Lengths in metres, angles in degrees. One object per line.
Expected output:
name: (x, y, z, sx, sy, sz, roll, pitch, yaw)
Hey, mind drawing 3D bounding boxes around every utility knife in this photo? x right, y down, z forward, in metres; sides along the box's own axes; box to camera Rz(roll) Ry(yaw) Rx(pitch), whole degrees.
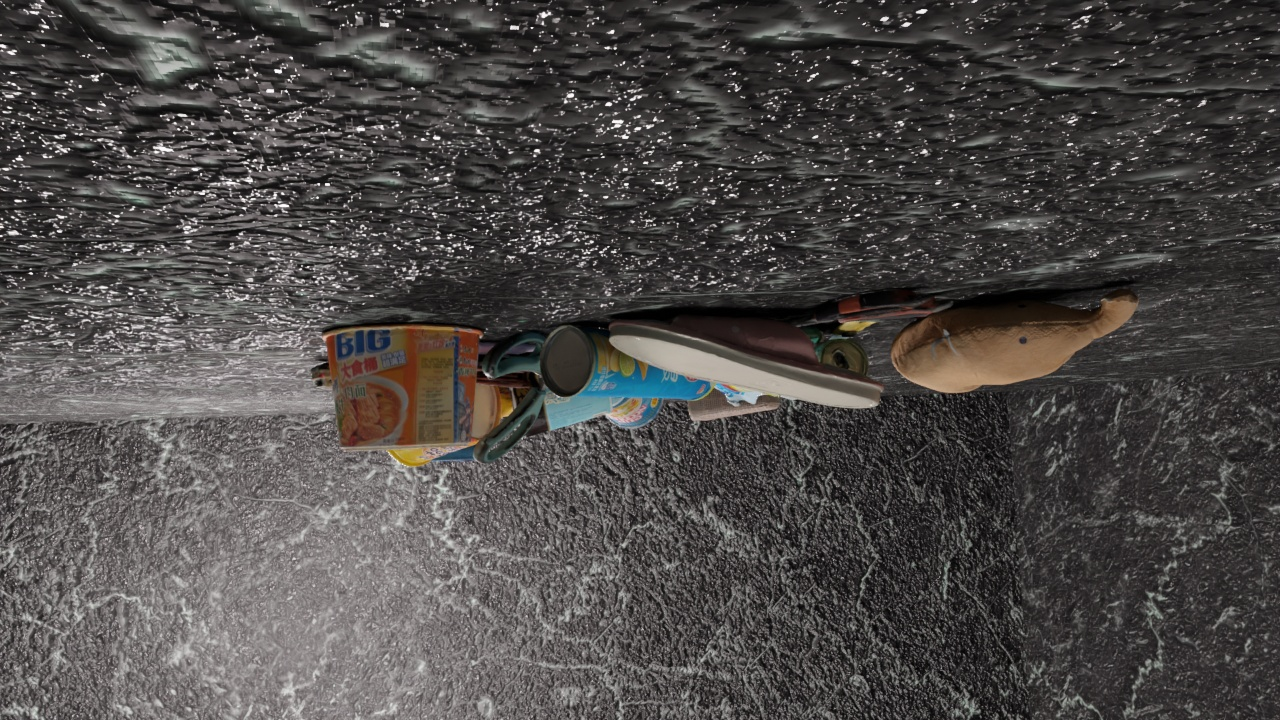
utility knife: (0.219, -0.034, 0.958, 0.031, 0.022, 0.219, 3, 180, 4)

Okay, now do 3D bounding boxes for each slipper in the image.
slipper: (0.103, -0.007, 0.854, 0.274, 0.054, 0.114, 14, 167, -15)

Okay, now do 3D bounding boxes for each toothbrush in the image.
toothbrush: (-0.150, -0.011, 0.997, 0.189, 0.021, 0.029, 1, -142, -21)

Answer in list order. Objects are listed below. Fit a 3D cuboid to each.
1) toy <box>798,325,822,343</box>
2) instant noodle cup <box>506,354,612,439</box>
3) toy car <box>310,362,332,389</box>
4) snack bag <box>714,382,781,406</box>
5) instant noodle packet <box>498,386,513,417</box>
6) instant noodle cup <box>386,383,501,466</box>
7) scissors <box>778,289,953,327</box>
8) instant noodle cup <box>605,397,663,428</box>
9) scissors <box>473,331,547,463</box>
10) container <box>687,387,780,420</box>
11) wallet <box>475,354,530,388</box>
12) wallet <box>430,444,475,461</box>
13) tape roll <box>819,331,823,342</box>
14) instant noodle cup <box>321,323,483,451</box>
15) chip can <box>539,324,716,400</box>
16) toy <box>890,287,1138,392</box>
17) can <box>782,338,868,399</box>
toy: (0.140, -0.020, 0.949, 0.092, 0.030, 0.096, -6, -177, 16)
instant noodle cup: (-0.099, 0.035, 1.146, 0.120, 0.111, 0.111, -11, 176, -3)
toy car: (-0.362, 0.018, 1.146, 0.090, 0.035, 0.042, -2, 177, -38)
snack bag: (0.106, 0.014, 1.083, 0.110, 0.038, 0.191, 29, 168, -8)
instant noodle packet: (-0.144, 0.040, 1.260, 0.129, 0.044, 0.110, -4, -146, 28)
instant noodle cup: (-0.247, 0.057, 1.140, 0.110, 0.138, 0.138, -13, 171, 25)
scissors: (0.181, -0.039, 0.829, 0.193, 0.015, 0.206, -3, 175, 6)
instant noodle cup: (-0.030, 0.038, 1.255, 0.099, 0.099, 0.110, -4, 168, 20)
scissors: (-0.125, 0.026, 0.942, 0.019, 0.170, 0.180, 37, 168, 25)
container: (0.128, 0.033, 1.266, 0.111, 0.090, 0.089, -8, 174, 20)
wallet: (-0.174, 0.009, 1.030, 0.101, 0.032, 0.124, 6, -176, -8)
wallet: (-0.267, 0.074, 1.274, 0.106, 0.133, 0.040, -2, 176, 1)
tape roll: (0.163, -0.023, 1.033, 0.086, 0.014, 0.086, -2, 176, 0)
instant noodle cup: (-0.224, 0.029, 0.874, 0.151, 0.111, 0.151, -2, 175, 0)
chip can: (-0.006, 0.005, 0.941, 0.071, 0.071, 0.209, -6, 174, 38)
toy: (0.325, -0.019, 0.824, 0.143, 0.082, 0.226, -6, 174, -25)
can: (0.193, 0.011, 1.008, 0.058, 0.058, 0.147, -1, 175, -13)
